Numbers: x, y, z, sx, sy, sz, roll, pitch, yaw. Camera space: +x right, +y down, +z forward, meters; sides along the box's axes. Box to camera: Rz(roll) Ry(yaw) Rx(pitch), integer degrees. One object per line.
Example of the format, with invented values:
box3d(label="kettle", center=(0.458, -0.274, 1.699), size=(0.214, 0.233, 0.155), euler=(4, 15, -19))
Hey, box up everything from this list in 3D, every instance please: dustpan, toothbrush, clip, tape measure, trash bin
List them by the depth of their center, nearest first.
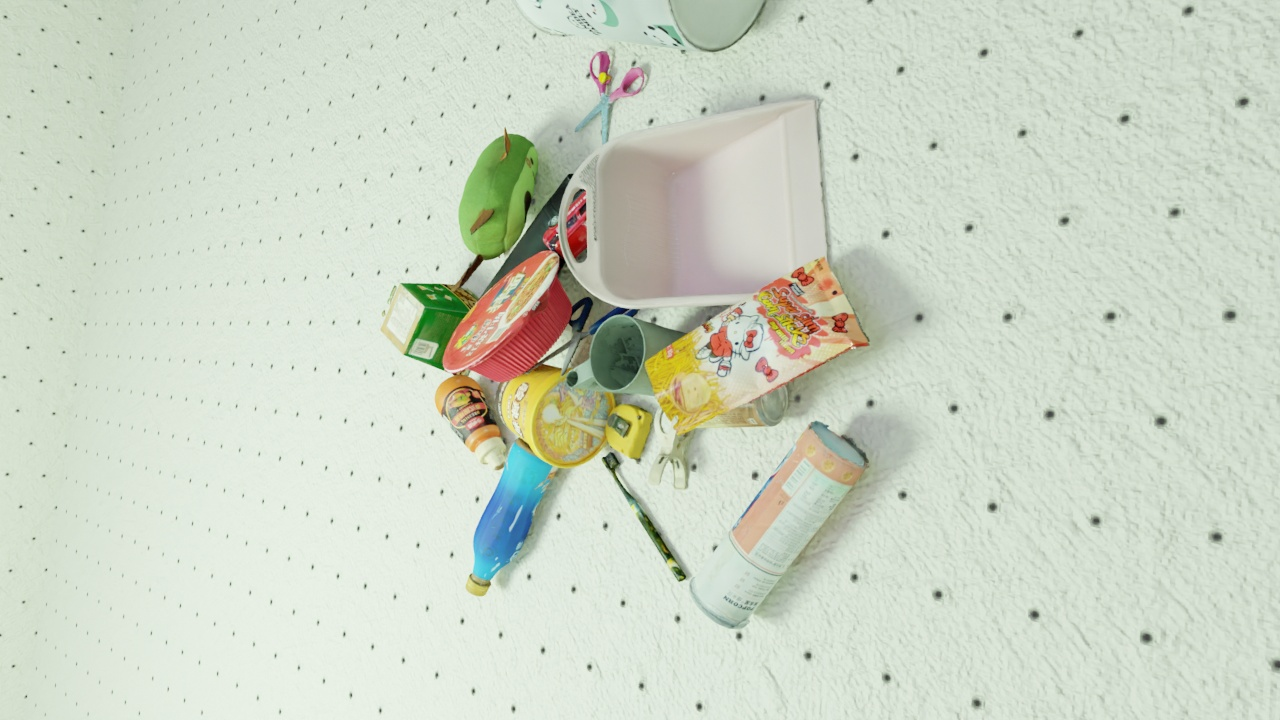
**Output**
box3d(label="dustpan", center=(0.052, -0.158, 0.984), size=(0.274, 0.138, 0.222), euler=(-16, 71, 40))
box3d(label="clip", center=(0.037, 0.093, 1.021), size=(0.035, 0.070, 0.099), euler=(-4, 73, 41))
box3d(label="trash bin", center=(0.001, -0.465, 1.039), size=(0.252, 0.229, 0.230), euler=(29, 102, 37))
box3d(label="toothbrush", center=(0.003, 0.176, 1.054), size=(0.017, 0.012, 0.185), euler=(-46, 54, 14))
box3d(label="tape measure", center=(-0.017, 0.080, 1.078), size=(0.057, 0.028, 0.060), euler=(26, 100, 43))

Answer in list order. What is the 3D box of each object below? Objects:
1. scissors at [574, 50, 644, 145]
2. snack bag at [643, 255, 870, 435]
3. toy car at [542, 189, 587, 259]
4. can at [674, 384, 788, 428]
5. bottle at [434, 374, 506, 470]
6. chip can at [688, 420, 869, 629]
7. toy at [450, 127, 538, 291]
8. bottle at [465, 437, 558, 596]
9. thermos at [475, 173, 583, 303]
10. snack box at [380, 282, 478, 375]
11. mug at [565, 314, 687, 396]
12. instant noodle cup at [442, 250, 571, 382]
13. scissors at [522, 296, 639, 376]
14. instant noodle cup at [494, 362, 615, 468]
box3d(label="scissors", center=(-0.040, -0.340, 1.186), size=(0.134, 0.017, 0.133), euler=(-4, 84, 40))
box3d(label="snack bag", center=(0.110, -0.013, 0.901), size=(0.208, 0.073, 0.128), euler=(-30, 44, 15))
box3d(label="toy car", center=(-0.065, -0.172, 1.121), size=(0.121, 0.053, 0.045), euler=(-46, 41, 12))
box3d(label="can", center=(0.093, 0.042, 0.964), size=(0.116, 0.058, 0.058), euler=(-5, 79, 42))
box3d(label="bottle", center=(-0.225, 0.089, 1.250), size=(0.067, 0.066, 0.149), euler=(-50, 60, 24))
box3d(label="chip can", center=(0.133, 0.162, 0.897), size=(0.071, 0.071, 0.215), euler=(48, 114, 37))
box3d(label="toy", center=(-0.188, -0.210, 1.204), size=(0.228, 0.090, 0.246), euler=(113, 171, -52))
box3d(label="bottle", center=(-0.171, 0.203, 1.172), size=(0.065, 0.065, 0.219), euler=(36, 106, 40))
box3d(label="thermos", center=(-0.136, -0.135, 1.211), size=(0.243, 0.068, 0.089), euler=(-51, 20, 21))
box3d(label="snack box", center=(-0.297, -0.049, 1.306), size=(0.117, 0.105, 0.118), euler=(38, 109, 39))
box3d(label="mug", center=(-0.006, 0.006, 1.031), size=(0.124, 0.103, 0.083), euler=(-29, 64, 37))
box3d(label="instant noodle cup", center=(-0.150, -0.042, 1.109), size=(0.194, 0.066, 0.193), euler=(-36, 25, 20))
box3d(label="scissors", center=(-0.069, -0.036, 1.099), size=(0.176, 0.012, 0.162), euler=(-29, 28, 4))
box3d(label="instant noodle cup", center=(-0.109, 0.057, 1.114), size=(0.114, 0.118, 0.118), euler=(21, 96, 51))
